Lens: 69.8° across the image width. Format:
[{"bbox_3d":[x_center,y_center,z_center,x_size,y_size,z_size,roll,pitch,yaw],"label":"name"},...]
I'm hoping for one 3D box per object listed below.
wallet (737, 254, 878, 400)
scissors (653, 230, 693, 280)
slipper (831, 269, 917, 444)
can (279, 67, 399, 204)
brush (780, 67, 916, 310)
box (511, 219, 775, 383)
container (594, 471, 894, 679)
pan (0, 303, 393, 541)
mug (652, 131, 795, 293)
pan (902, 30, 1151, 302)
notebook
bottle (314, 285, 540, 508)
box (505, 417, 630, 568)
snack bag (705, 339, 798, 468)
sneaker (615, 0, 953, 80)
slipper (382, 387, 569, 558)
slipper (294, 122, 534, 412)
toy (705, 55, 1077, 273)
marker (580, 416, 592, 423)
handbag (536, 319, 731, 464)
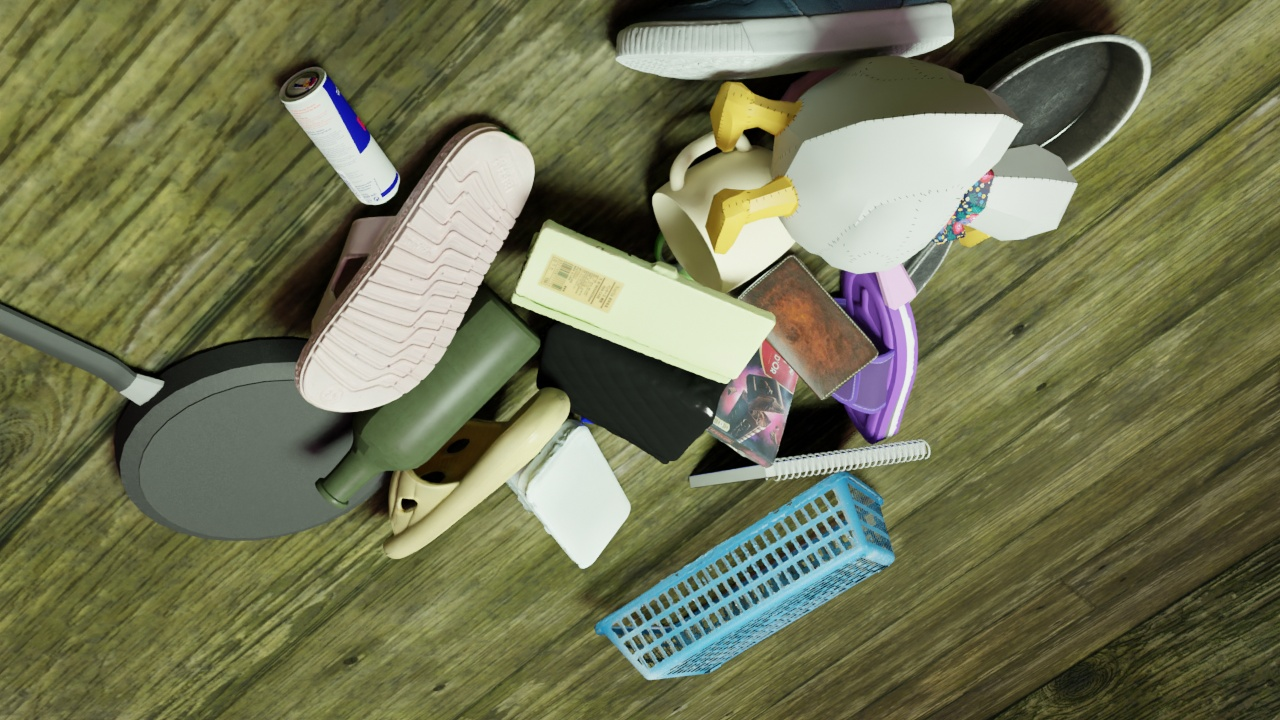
[{"bbox_3d":[0.152,-0.030,0.840,0.072,0.123,0.019,-40,170,4],"label":"wallet"},{"bbox_3d":[0.062,-0.070,0.830,0.160,0.025,0.171,-33,145,-3],"label":"scissors"},{"bbox_3d":[0.211,0.008,0.933,0.084,0.107,0.267,-23,145,-5],"label":"slipper"},{"bbox_3d":[-0.192,-0.143,0.595,0.032,0.032,0.095,-28,140,1],"label":"can"},{"bbox_3d":[0.186,-0.131,0.751,0.089,0.043,0.229,-33,119,-3],"label":"brush"},{"bbox_3d":[0.002,-0.054,0.709,0.188,0.083,0.092,23,124,-13],"label":"box"},{"bbox_3d":[0.151,0.286,1.152,0.363,0.089,0.257,-35,153,13],"label":"container"},{"bbox_3d":[-0.342,0.047,0.716,0.225,0.034,0.356,-37,140,10],"label":"pan"},{"bbox_3d":[0.073,-0.126,0.717,0.099,0.096,0.120,-33,127,-10],"label":"mug"},{"bbox_3d":[0.309,-0.156,0.851,0.187,0.055,0.358,0,145,-30],"label":"pan"},{"bbox_3d":[0.187,0.117,1.025,0.208,0.022,0.172,-4,171,-26],"label":"notebook"},{"bbox_3d":[-0.174,0.034,0.731,0.207,0.071,0.071,-45,139,-1],"label":"bottle"},{"bbox_3d":[-0.063,0.141,0.938,0.122,0.083,0.215,-27,140,4],"label":"box"},{"bbox_3d":[0.108,0.019,0.845,0.074,0.154,0.018,32,144,-16],"label":"snack bag"},{"bbox_3d":[0.098,-0.241,0.613,0.235,0.089,0.087,-7,97,-2],"label":"sneaker"},{"bbox_3d":[-0.161,0.085,0.808,0.262,0.079,0.111,-38,-173,38],"label":"slipper"},{"bbox_3d":[-0.167,-0.069,0.668,0.094,0.064,0.239,29,98,-48],"label":"slipper"},{"bbox_3d":[0.182,-0.129,0.625,0.267,0.141,0.247,3,177,-2],"label":"toy"},{"bbox_3d":[-0.005,0.057,0.919,0.133,0.027,0.023,16,145,-40],"label":"marker"},{"bbox_3d":[-0.005,0.005,0.795,0.153,0.114,0.125,26,139,-1],"label":"handbag"}]
